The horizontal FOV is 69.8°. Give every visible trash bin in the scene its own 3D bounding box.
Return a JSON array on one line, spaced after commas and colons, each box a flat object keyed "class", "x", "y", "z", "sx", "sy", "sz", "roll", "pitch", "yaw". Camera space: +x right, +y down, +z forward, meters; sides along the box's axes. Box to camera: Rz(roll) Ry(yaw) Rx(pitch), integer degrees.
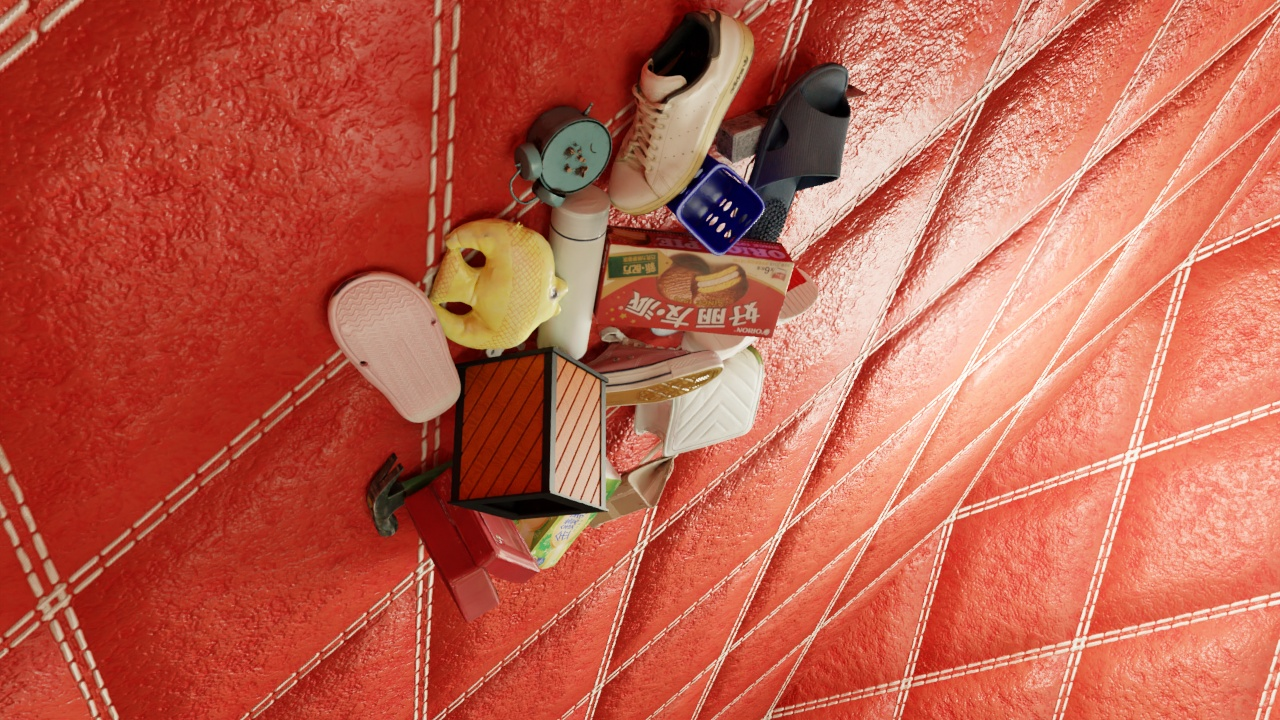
[{"class": "trash bin", "x": -0.133, "y": 0.095, "z": 1.124, "sx": 0.140, "sy": 0.171, "sz": 0.139, "roll": -9, "pitch": 159, "yaw": 24}]

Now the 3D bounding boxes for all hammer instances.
[{"class": "hammer", "x": -0.221, "y": 0.131, "z": 1.261, "sx": 0.318, "sy": 0.032, "sz": 0.130, "roll": -24, "pitch": 143, "yaw": -25}, {"class": "hammer", "x": 0.195, "y": -0.214, "z": 1.241, "sx": 0.217, "sy": 0.037, "sz": 0.301, "roll": -25, "pitch": 138, "yaw": -23}]

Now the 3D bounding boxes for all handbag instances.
[{"class": "handbag", "x": 0.008, "y": 0.171, "z": 1.469, "sx": 0.197, "sy": 0.062, "sz": 0.176, "roll": -43, "pitch": -173, "yaw": -37}, {"class": "handbag", "x": 0.090, "y": 0.053, "z": 1.424, "sx": 0.198, "sy": 0.096, "sz": 0.142, "roll": -11, "pitch": 121, "yaw": -36}]

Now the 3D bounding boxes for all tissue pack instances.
[{"class": "tissue pack", "x": -0.148, "y": 0.203, "z": 1.350, "sx": 0.141, "sy": 0.120, "sz": 0.198, "roll": 17, "pitch": 110, "yaw": -50}]

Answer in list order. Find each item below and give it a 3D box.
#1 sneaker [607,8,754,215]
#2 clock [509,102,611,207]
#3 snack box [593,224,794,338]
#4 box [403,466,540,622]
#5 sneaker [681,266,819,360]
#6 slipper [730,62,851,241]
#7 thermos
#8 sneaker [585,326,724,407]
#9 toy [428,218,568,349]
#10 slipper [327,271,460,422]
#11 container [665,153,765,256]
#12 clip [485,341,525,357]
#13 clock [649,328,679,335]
[{"class": "sneaker", "x": 0.027, "y": -0.267, "z": 0.988, "sx": 0.102, "sy": 0.089, "sz": 0.242, "roll": 3, "pitch": 123, "yaw": -57}, {"class": "clock", "x": -0.088, "y": -0.214, "z": 0.971, "sx": 0.124, "sy": 0.053, "sz": 0.090, "roll": -38, "pitch": 146, "yaw": -4}, {"class": "snack box", "x": 0.062, "y": -0.097, "z": 1.150, "sx": 0.236, "sy": 0.060, "sz": 0.113, "roll": 5, "pitch": 123, "yaw": -12}, {"class": "box", "x": -0.238, "y": 0.242, "z": 1.206, "sx": 0.127, "sy": 0.157, "sz": 0.137, "roll": -37, "pitch": 146, "yaw": 0}, {"class": "sneaker", "x": 0.157, "y": -0.059, "z": 1.379, "sx": 0.236, "sy": 0.090, "sz": 0.104, "roll": -31, "pitch": 167, "yaw": -27}, {"class": "slipper", "x": 0.193, "y": -0.231, "z": 1.128, "sx": 0.101, "sy": 0.082, "sz": 0.264, "roll": -2, "pitch": 127, "yaw": -38}, {"class": "thermos", "x": -0.083, "y": -0.100, "z": 1.097, "sx": 0.067, "sy": 0.068, "sz": 0.231, "roll": -19, "pitch": 140, "yaw": -29}, {"class": "sneaker", "x": -0.008, "y": 0.007, "z": 1.275, "sx": 0.241, "sy": 0.087, "sz": 0.118, "roll": -9, "pitch": 157, "yaw": -6}, {"class": "toy", "x": -0.157, "y": -0.083, "z": 1.034, "sx": 0.154, "sy": 0.064, "sz": 0.171, "roll": 12, "pitch": 123, "yaw": -22}, {"class": "slipper", "x": -0.267, "y": -0.014, "z": 1.024, "sx": 0.106, "sy": 0.055, "sz": 0.222, "roll": -34, "pitch": 137, "yaw": -13}, {"class": "container", "x": 0.078, "y": -0.192, "z": 1.085, "sx": 0.085, "sy": 0.113, "sz": 0.084, "roll": 40, "pitch": 100, "yaw": -26}, {"class": "clip", "x": -0.181, "y": -0.032, "z": 1.127, "sx": 0.054, "sy": 0.044, "sz": 0.102, "roll": -45, "pitch": 148, "yaw": -15}, {"class": "clock", "x": 0.035, "y": -0.085, "z": 1.232, "sx": 0.083, "sy": 0.057, "sz": 0.119, "roll": -31, "pitch": 149, "yaw": -4}]
